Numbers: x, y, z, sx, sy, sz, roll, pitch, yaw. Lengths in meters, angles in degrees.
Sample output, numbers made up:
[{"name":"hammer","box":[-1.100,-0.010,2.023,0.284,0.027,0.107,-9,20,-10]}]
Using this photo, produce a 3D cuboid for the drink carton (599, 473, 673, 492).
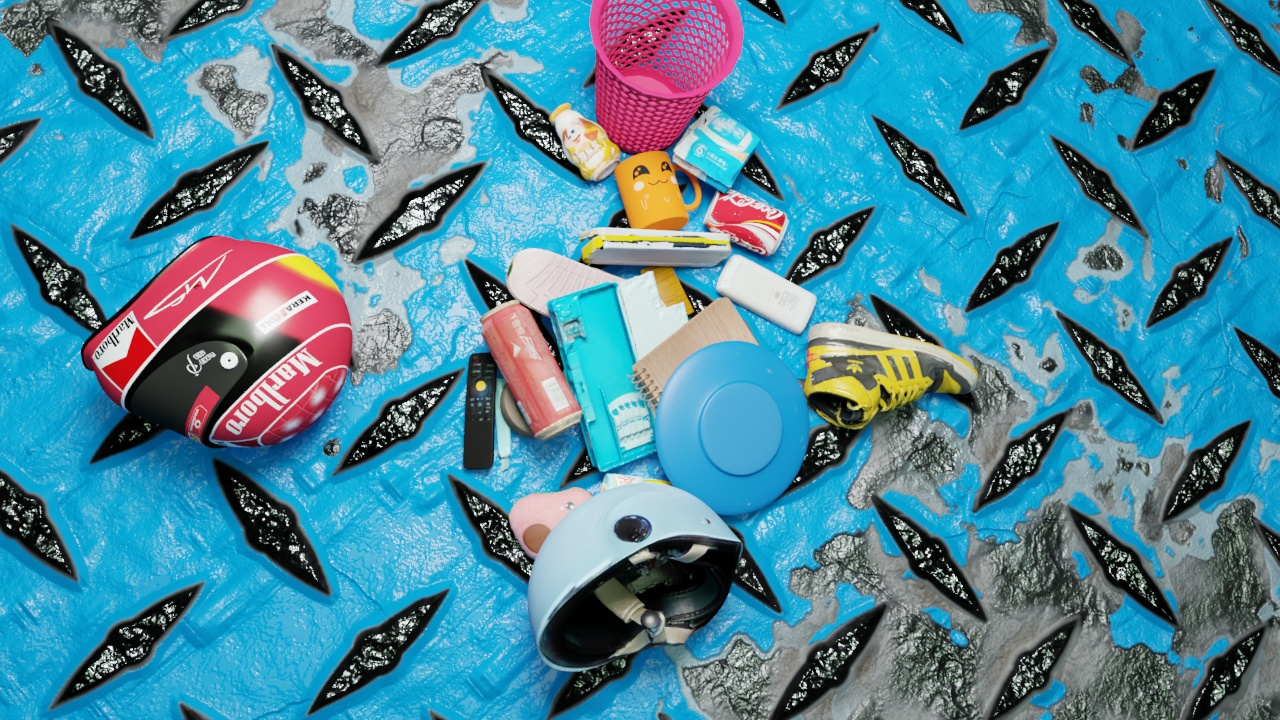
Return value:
[{"name":"drink carton","box":[0.011,0.174,1.172,0.129,0.039,0.044,9,67,-7]}]

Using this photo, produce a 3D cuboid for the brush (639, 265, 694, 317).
[{"name":"brush","box":[0.044,-0.072,1.242,0.048,0.017,0.126,-25,83,-13]}]

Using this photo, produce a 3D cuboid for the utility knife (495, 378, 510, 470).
[{"name":"utility knife","box":[-0.177,0.081,1.179,0.022,0.015,0.120,-6,79,11]}]

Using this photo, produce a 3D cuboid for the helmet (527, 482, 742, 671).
[{"name":"helmet","box":[-0.022,0.246,1.072,0.265,0.226,0.167,-16,44,-30]}]

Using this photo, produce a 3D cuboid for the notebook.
[{"name":"notebook","box":[0.102,0.051,1.188,0.168,0.022,0.210,-38,103,-18]}]

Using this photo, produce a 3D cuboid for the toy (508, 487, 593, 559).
[{"name":"toy","box":[-0.105,0.198,1.145,0.109,0.051,0.090,-29,88,-14]}]

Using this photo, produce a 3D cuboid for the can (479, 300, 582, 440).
[{"name":"can","box":[-0.135,0.012,1.128,0.067,0.067,0.170,-27,85,-13]}]

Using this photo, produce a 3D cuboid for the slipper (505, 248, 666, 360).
[{"name":"slipper","box":[-0.065,-0.075,1.196,0.239,0.064,0.094,25,90,-19]}]

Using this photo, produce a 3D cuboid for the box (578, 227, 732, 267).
[{"name":"box","box":[0.022,-0.154,1.203,0.209,0.066,0.044,-1,77,-28]}]

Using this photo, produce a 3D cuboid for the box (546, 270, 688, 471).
[{"name":"box","box":[-0.006,0.007,1.172,0.181,0.039,0.227,-20,103,-21]}]

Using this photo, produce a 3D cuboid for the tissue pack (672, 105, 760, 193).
[{"name":"tissue pack","box":[0.105,-0.292,1.252,0.093,0.062,0.144,32,36,0]}]

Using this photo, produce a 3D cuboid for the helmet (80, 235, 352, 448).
[{"name":"helmet","box":[-0.462,-0.005,1.063,0.224,0.198,0.270,45,84,3]}]

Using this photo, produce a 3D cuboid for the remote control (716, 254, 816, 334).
[{"name":"remote control","box":[0.174,-0.091,1.261,0.138,0.025,0.060,28,76,-4]}]

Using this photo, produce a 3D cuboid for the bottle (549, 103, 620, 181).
[{"name":"bottle","box":[-0.078,-0.298,1.248,0.063,0.063,0.109,-38,86,-14]}]

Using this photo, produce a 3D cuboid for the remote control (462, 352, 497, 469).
[{"name":"remote control","box":[-0.203,0.064,1.174,0.041,0.020,0.151,-3,77,15]}]

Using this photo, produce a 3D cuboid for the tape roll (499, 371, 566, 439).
[{"name":"tape roll","box":[-0.131,0.052,1.174,0.093,0.030,0.093,5,74,-19]}]

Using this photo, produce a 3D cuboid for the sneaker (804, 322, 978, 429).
[{"name":"sneaker","box":[0.331,0.036,1.224,0.238,0.086,0.122,15,70,-1]}]

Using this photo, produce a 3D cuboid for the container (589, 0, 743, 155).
[{"name":"container","box":[0.016,-0.372,1.193,0.183,0.226,0.183,2,78,-8]}]

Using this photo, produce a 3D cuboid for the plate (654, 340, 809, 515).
[{"name":"plate","box":[0.125,0.086,1.170,0.224,0.024,0.224,0,89,-23]}]

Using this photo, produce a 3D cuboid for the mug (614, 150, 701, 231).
[{"name":"mug","box":[0.030,-0.225,1.244,0.112,0.078,0.096,-13,80,-21]}]

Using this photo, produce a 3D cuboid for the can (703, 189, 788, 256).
[{"name":"can","box":[0.144,-0.190,1.257,0.105,0.064,0.064,23,76,-3]}]
